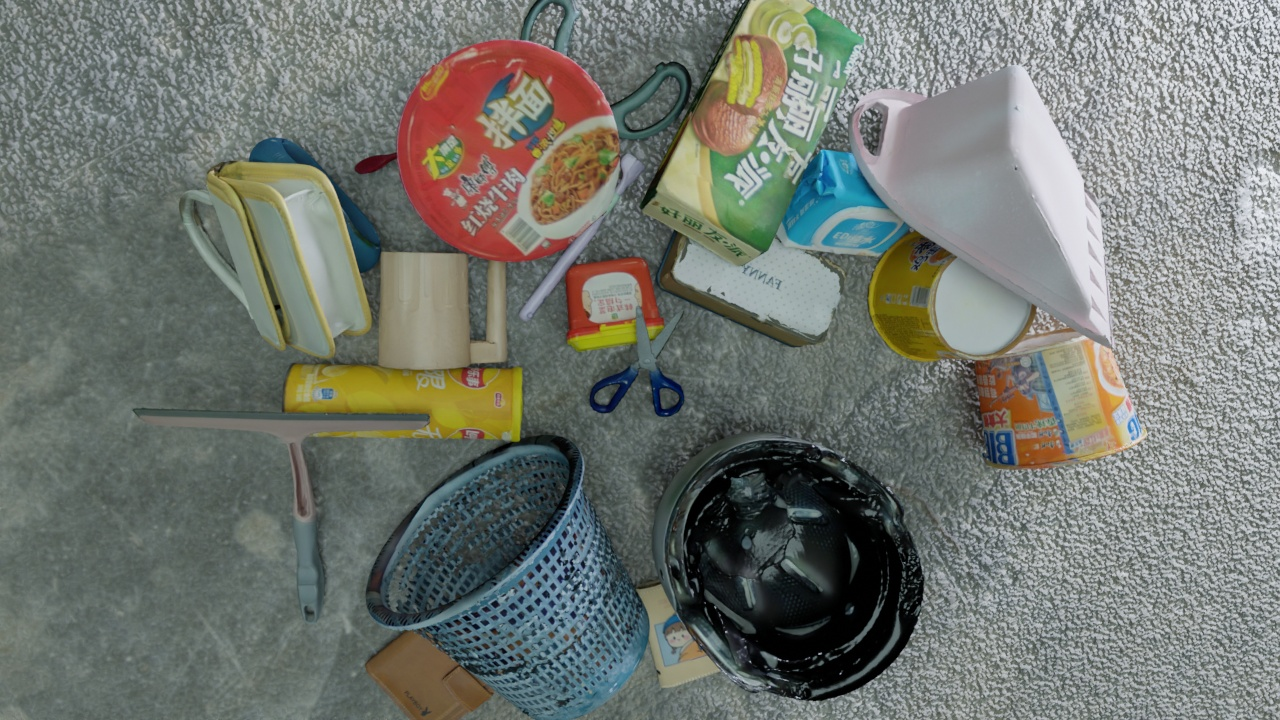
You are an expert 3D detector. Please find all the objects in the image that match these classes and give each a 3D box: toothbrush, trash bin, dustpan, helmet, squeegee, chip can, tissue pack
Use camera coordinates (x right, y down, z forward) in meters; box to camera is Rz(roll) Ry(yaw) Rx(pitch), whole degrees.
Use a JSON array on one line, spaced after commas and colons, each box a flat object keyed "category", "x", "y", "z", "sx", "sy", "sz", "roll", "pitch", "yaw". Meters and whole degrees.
[{"category": "toothbrush", "x": -0.059, "y": -0.116, "z": 0.882, "sx": 0.029, "sy": 0.021, "sz": 0.189, "roll": 33, "pitch": 95, "yaw": -43}, {"category": "trash bin", "x": -0.101, "y": 0.214, "z": 0.842, "sx": 0.226, "sy": 0.226, "sz": 0.195, "roll": -34, "pitch": 113, "yaw": -2}, {"category": "toothbrush", "x": -0.175, "y": -0.208, "z": 0.849, "sx": 0.187, "sy": 0.017, "sz": 0.016, "roll": -21, "pitch": 104, "yaw": -2}, {"category": "dustpan", "x": 0.321, "y": -0.153, "z": 0.862, "sx": 0.139, "sy": 0.221, "sz": 0.273, "roll": -19, "pitch": 122, "yaw": 36}, {"category": "helmet", "x": 0.124, "y": 0.182, "z": 0.884, "sx": 0.274, "sy": 0.157, "sz": 0.230, "roll": 40, "pitch": 87, "yaw": -21}, {"category": "squeegee", "x": -0.317, "y": 0.143, "z": 0.857, "sx": 0.247, "sy": 0.040, "sz": 0.250, "roll": 2, "pitch": 118, "yaw": -6}, {"category": "chip can", "x": -0.217, "y": 0.038, "z": 0.858, "sx": 0.213, "sy": 0.072, "sz": 0.072, "roll": 2, "pitch": 98, "yaw": -7}, {"category": "tissue pack", "x": 0.197, "y": -0.142, "z": 0.855, "sx": 0.139, "sy": 0.090, "sz": 0.063, "roll": 2, "pitch": 61, "yaw": -28}]

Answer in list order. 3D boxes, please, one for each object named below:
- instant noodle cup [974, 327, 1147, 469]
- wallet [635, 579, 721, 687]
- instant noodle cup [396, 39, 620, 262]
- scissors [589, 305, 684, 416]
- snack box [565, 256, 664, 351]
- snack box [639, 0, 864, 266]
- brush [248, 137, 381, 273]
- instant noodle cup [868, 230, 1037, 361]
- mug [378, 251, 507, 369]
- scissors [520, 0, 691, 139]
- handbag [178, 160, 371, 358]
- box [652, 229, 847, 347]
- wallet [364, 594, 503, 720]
[{"category": "instant noodle cup", "x": 0.405, "y": 0.034, "z": 0.908, "sx": 0.151, "sy": 0.151, "sz": 0.111, "roll": -15, "pitch": 92, "yaw": -5}, {"category": "wallet", "x": 0.050, "y": 0.277, "z": 0.956, "sx": 0.087, "sy": 0.024, "sz": 0.115, "roll": -14, "pitch": 99, "yaw": 0}, {"category": "instant noodle cup", "x": -0.117, "y": -0.188, "z": 0.822, "sx": 0.193, "sy": 0.065, "sz": 0.194, "roll": -3, "pitch": 113, "yaw": -8}, {"category": "scissors", "x": 0.010, "y": 0.009, "z": 0.864, "sx": 0.157, "sy": 0.012, "sz": 0.166, "roll": 30, "pitch": 133, "yaw": -35}, {"category": "snack box", "x": -0.028, "y": -0.053, "z": 0.867, "sx": 0.091, "sy": 0.082, "sz": 0.080, "roll": -8, "pitch": 90, "yaw": -7}, {"category": "snack box", "x": 0.102, "y": -0.216, "z": 0.834, "sx": 0.114, "sy": 0.063, "sz": 0.239, "roll": 29, "pitch": 76, "yaw": -11}, {"category": "brush", "x": -0.289, "y": -0.138, "z": 0.818, "sx": 0.055, "sy": 0.074, "sz": 0.144, "roll": -43, "pitch": 104, "yaw": -14}, {"category": "instant noodle cup", "x": 0.308, "y": -0.061, "z": 0.894, "sx": 0.138, "sy": 0.110, "sz": 0.138, "roll": -1, "pitch": 98, "yaw": -9}, {"category": "mug", "x": -0.181, "y": -0.048, "z": 0.852, "sx": 0.124, "sy": 0.084, "sz": 0.103, "roll": -3, "pitch": 98, "yaw": -32}, {"category": "scissors", "x": -0.032, "y": -0.260, "z": 0.861, "sx": 0.179, "sy": 0.019, "sz": 0.170, "roll": -4, "pitch": 99, "yaw": -5}, {"category": "handbag", "x": -0.334, "y": -0.089, "z": 0.801, "sx": 0.179, "sy": 0.063, "sz": 0.163, "roll": 11, "pitch": 125, "yaw": 26}, {"category": "box", "x": 0.102, "y": -0.081, "z": 0.884, "sx": 0.184, "sy": 0.059, "sz": 0.089, "roll": 25, "pitch": 83, "yaw": -8}, {"category": "wallet", "x": -0.189, "y": 0.309, "z": 0.925, "sx": 0.130, "sy": 0.035, "sz": 0.119, "roll": -39, "pitch": 95, "yaw": -1}]
